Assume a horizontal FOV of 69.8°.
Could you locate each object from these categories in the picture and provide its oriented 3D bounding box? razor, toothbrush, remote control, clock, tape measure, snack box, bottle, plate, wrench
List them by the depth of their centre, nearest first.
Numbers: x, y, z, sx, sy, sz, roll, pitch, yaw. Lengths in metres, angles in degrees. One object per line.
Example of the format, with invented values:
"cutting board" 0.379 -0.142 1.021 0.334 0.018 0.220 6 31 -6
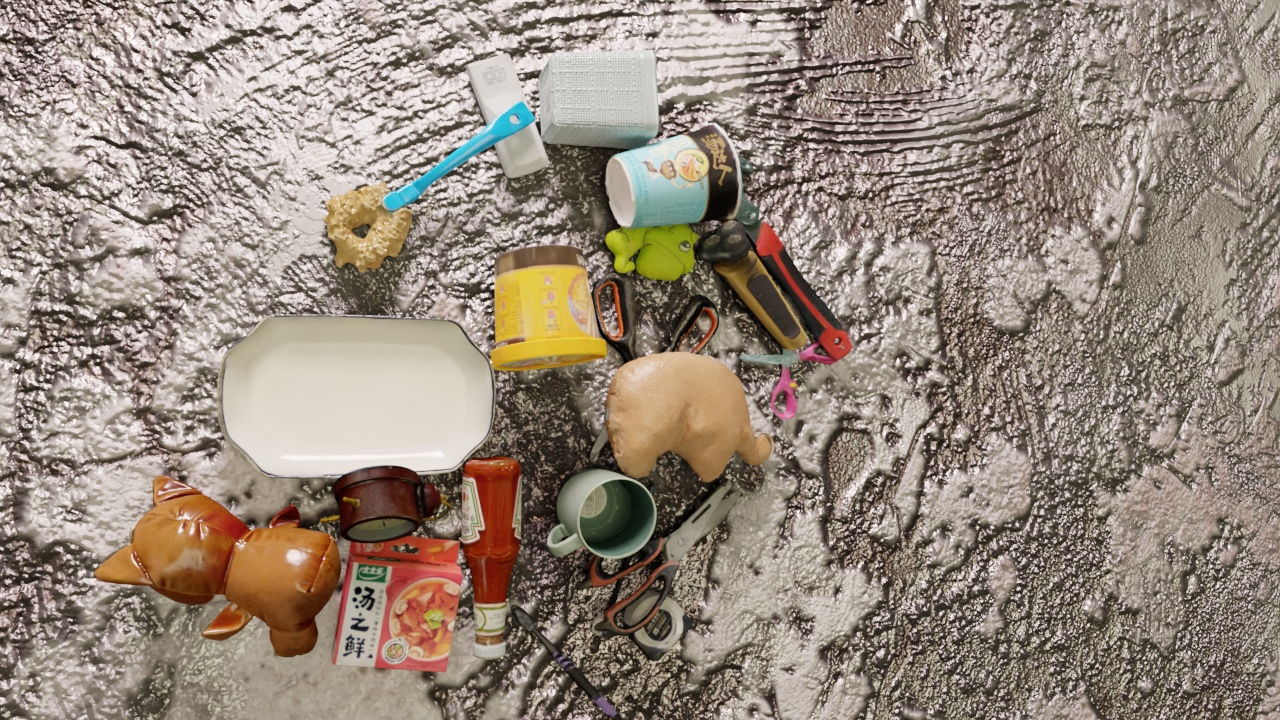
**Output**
"clock" -0.247 0.144 0.907 0.121 0.082 0.055 12 53 -38
"plate" -0.280 0.036 0.924 0.265 0.034 0.162 0 91 -19
"snack box" -0.245 0.244 0.931 0.113 0.044 0.127 10 87 -18
"bottle" -0.156 0.204 0.954 0.059 0.060 0.206 1 90 -19
"remote control" -0.140 -0.259 0.975 0.049 0.024 0.125 -23 97 -18
"toothbrush" -0.079 0.335 1.003 0.014 0.017 0.189 -43 104 -14
"toothbrush" -0.017 0.219 1.023 0.018 0.016 0.181 21 84 -9
"tape measure" 0.016 0.291 1.024 0.065 0.034 0.066 -40 100 -17
"razor" 0.134 -0.081 1.046 0.062 0.068 0.167 -41 104 -13
"wrench" 0.167 -0.116 1.077 0.056 0.016 0.273 -35 97 -13

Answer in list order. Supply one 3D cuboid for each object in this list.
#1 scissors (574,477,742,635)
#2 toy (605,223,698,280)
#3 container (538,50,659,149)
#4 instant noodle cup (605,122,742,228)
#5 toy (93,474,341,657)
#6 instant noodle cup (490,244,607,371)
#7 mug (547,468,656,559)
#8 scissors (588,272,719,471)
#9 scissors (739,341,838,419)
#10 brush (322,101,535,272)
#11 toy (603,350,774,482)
"scissors" 0.022 0.203 1.014 0.198 0.015 0.204 12 74 -12
"toy" 0.014 -0.124 1.023 0.100 0.031 0.096 41 75 -9
"container" -0.047 -0.276 0.975 0.111 0.090 0.090 -3 91 -15
"instant noodle cup" 0.031 -0.190 0.984 0.120 0.111 0.111 -15 95 -20
"toy" -0.384 0.190 0.857 0.199 0.140 0.131 24 124 -16
"instant noodle cup" -0.099 -0.053 0.946 0.118 0.119 0.114 -5 84 -19
"mug" -0.051 0.165 0.963 0.111 0.106 0.082 -34 101 -16
"scissors" 0.009 0.004 1.027 0.227 0.022 0.221 -29 99 -17
"scissors" 0.180 0.002 1.089 0.134 0.017 0.133 -4 88 -15
"brush" -0.214 -0.184 0.934 0.254 0.046 0.083 -38 98 -9
"toy" 0.066 0.061 1.007 0.225 0.083 0.143 7 91 -28
